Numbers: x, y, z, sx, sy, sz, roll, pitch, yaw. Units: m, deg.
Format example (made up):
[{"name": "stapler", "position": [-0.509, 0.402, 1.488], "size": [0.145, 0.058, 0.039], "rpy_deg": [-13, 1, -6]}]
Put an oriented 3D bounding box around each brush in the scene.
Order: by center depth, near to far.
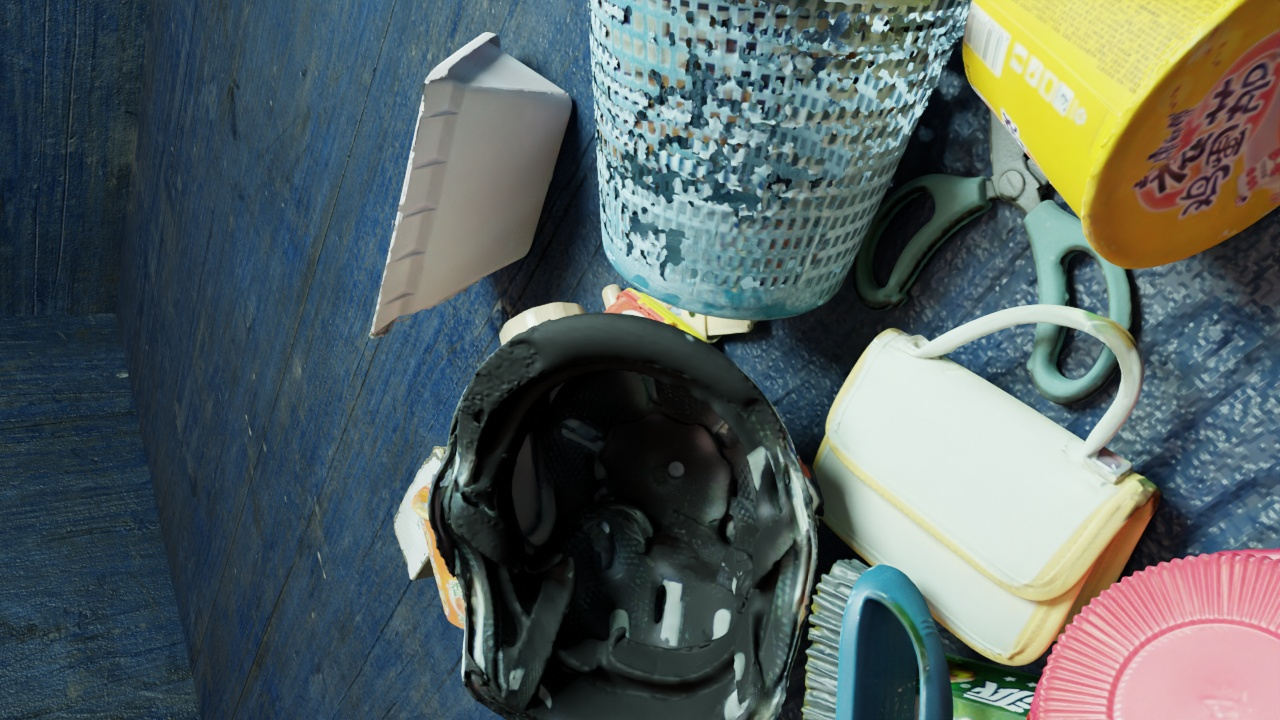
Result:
[{"name": "brush", "position": [0.122, 0.176, 0.466], "size": [0.074, 0.055, 0.144], "rpy_deg": [5, 92, 53]}]

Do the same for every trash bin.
[{"name": "trash bin", "position": [0.062, -0.140, 0.511], "size": [0.226, 0.226, 0.195], "rpy_deg": [45, 140, 40]}]

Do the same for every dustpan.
[{"name": "dustpan", "position": [-0.173, -0.171, 0.798], "size": [0.139, 0.272, 0.223], "rpy_deg": [32, 118, 17]}]

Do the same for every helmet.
[{"name": "helmet", "position": [0.001, 0.098, 0.574], "size": [0.230, 0.156, 0.274], "rpy_deg": [-2, 99, 15]}]

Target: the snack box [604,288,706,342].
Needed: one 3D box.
[{"name": "snack box", "position": [-0.004, 0.004, 0.672], "size": [0.091, 0.080, 0.082], "rpy_deg": [40, 152, 33]}]

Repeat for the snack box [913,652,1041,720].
[{"name": "snack box", "position": [0.218, 0.223, 0.443], "size": [0.241, 0.063, 0.114], "rpy_deg": [-5, 89, 53]}]

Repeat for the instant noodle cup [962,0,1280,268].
[{"name": "instant noodle cup", "position": [0.208, -0.123, 0.372], "size": [0.138, 0.137, 0.109], "rpy_deg": [-61, 39, 35]}]

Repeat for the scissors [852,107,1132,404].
[{"name": "scissors", "position": [0.181, -0.056, 0.499], "size": [0.180, 0.019, 0.170], "rpy_deg": [-13, 84, 53]}]

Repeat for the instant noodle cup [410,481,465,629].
[{"name": "instant noodle cup", "position": [-0.120, 0.164, 0.816], "size": [0.152, 0.151, 0.111], "rpy_deg": [10, 109, 51]}]

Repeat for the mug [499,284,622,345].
[{"name": "mug", "position": [-0.052, 0.006, 0.767], "size": [0.125, 0.084, 0.103], "rpy_deg": [-28, 68, 24]}]

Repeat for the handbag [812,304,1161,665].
[{"name": "handbag", "position": [0.173, 0.045, 0.472], "size": [0.163, 0.063, 0.179], "rpy_deg": [41, 130, 41]}]

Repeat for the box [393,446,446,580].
[{"name": "box", "position": [-0.215, 0.170, 1.004], "size": [0.185, 0.059, 0.089], "rpy_deg": [-53, 53, 43]}]

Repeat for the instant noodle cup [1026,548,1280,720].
[{"name": "instant noodle cup", "position": [0.226, 0.144, 0.340], "size": [0.194, 0.066, 0.193], "rpy_deg": [-33, 33, 24]}]

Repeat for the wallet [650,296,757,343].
[{"name": "wallet", "position": [0.044, -0.056, 0.672], "size": [0.115, 0.024, 0.087], "rpy_deg": [-2, 91, 55]}]
